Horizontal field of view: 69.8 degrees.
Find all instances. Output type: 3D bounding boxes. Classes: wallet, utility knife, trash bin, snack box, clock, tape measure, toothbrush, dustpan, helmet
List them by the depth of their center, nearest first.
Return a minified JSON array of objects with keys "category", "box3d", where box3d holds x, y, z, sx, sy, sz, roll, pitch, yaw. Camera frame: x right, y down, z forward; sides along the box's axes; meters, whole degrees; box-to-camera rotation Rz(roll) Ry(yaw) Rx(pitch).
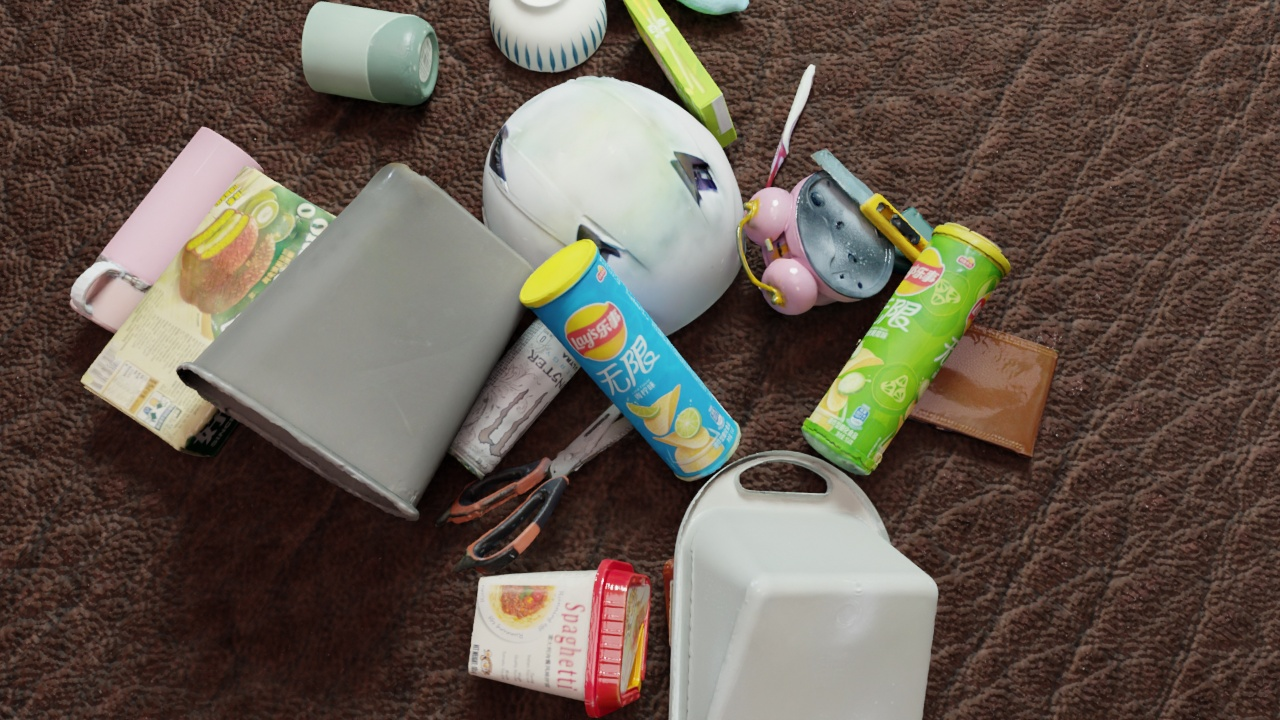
[{"category":"trash bin","box3d":[-0.215,-0.017,0.736,0.199,0.199,0.219,39,69,-21]},{"category":"dustpan","box3d":[0.122,0.216,0.742,0.222,0.142,0.258,6,103,-21]},{"category":"helmet","box3d":[-0.030,-0.146,0.797,0.229,0.146,0.258,-37,79,-9]},{"category":"clock","box3d":[0.147,-0.100,0.799,0.158,0.060,0.117,-13,85,-36]},{"category":"utility knife","box3d":[0.227,-0.113,0.808,0.218,0.015,0.033,39,61,-19]},{"category":"wallet","box3d":[0.300,0.022,0.816,0.124,0.032,0.101,18,80,5]},{"category":"snack box","box3d":[-0.367,-0.044,0.817,0.114,0.063,0.239,30,78,7]},{"category":"tape measure","box3d":[0.246,-0.108,0.849,0.058,0.025,0.054,-39,78,-8]},{"category":"snack box","box3d":[0.035,-0.275,0.849,0.026,0.086,0.156,-32,71,6]},{"category":"toothbrush","box3d":[0.140,-0.202,0.877,0.017,0.016,0.187,21,77,-3]}]

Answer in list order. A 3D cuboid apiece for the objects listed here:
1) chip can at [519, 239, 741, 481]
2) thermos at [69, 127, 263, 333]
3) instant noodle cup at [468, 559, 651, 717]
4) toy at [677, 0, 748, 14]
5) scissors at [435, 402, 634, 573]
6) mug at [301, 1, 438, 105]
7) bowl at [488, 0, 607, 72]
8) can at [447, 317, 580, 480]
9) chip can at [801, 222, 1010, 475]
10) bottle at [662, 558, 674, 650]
[{"category":"chip can","box3d":[-0.004,0.004,0.738,0.071,0.071,0.210,-44,115,-10]},{"category":"thermos","box3d":[-0.429,-0.117,0.822,0.067,0.087,0.198,32,77,5]},{"category":"instant noodle cup","box3d":[-0.063,0.216,0.734,0.124,0.116,0.116,2,76,13]},{"category":"toy","box3d":[0.033,-0.392,0.904,0.156,0.050,0.161,-31,77,-16]},{"category":"scissors","box3d":[-0.081,0.095,0.784,0.214,0.015,0.196,-13,36,19]},{"category":"mug","box3d":[-0.249,-0.297,0.874,0.106,0.082,0.111,9,45,3]},{"category":"bowl","box3d":[-0.091,-0.347,0.887,0.116,0.066,0.116,0,76,0]},{"category":"can","box3d":[-0.111,0.031,0.799,0.058,0.058,0.146,38,78,9]},{"category":"chip can","box3d":[0.223,-0.007,0.780,0.072,0.072,0.221,34,92,8]},{"category":"bottle","box3d":[0.055,0.263,0.741,0.060,0.060,0.206,-5,76,-1]}]
